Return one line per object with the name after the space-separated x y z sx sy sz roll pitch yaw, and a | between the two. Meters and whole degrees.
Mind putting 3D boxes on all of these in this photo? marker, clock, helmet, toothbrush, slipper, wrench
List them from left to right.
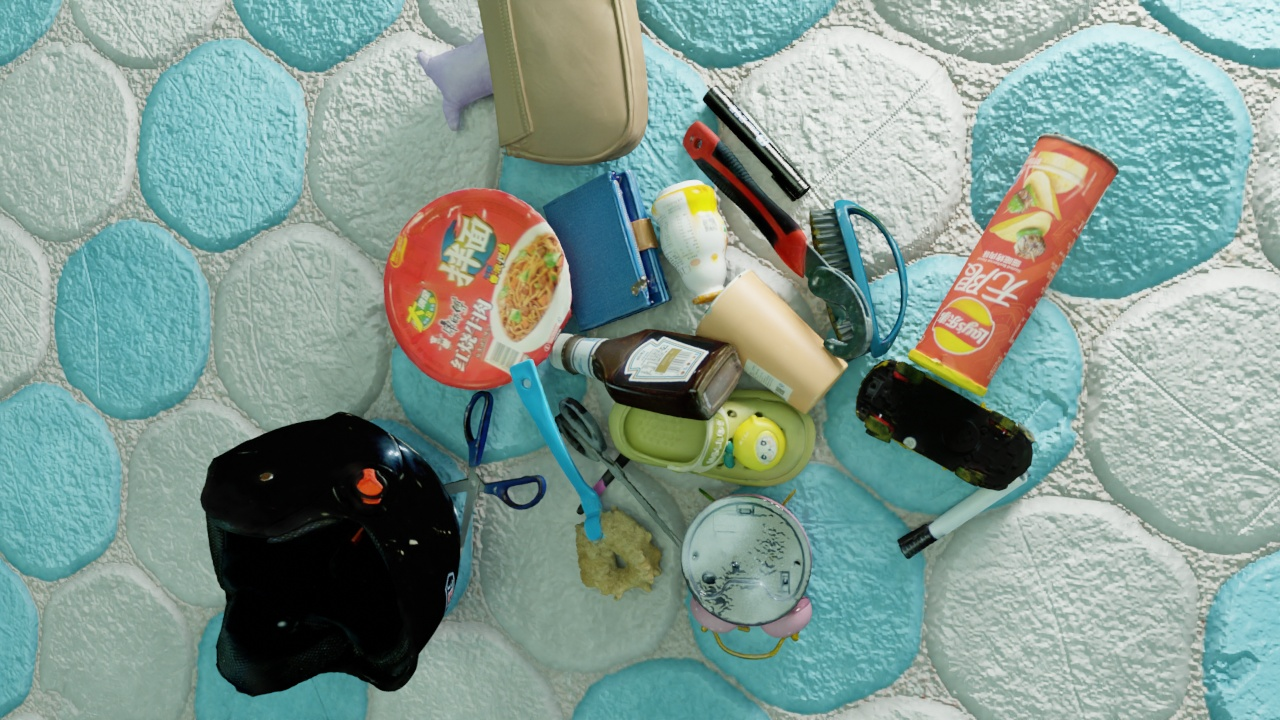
-0.279 0.173 0.853 0.275 0.229 0.234 27 128 17 | helmet
-0.005 0.081 0.888 0.014 0.017 0.189 40 102 4 | toothbrush
0.061 0.072 0.830 0.190 0.081 0.092 7 102 8 | slipper
0.100 0.197 0.841 0.117 0.059 0.158 -1 90 14 | clock
0.106 -0.201 0.849 0.132 0.020 0.022 49 131 8 | marker
0.118 -0.115 0.813 0.273 0.016 0.056 56 132 21 | wrench
0.284 0.132 0.809 0.131 0.018 0.022 -39 115 14 | marker

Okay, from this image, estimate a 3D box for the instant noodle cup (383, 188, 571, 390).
-0.150 -0.067 0.898 0.194 0.065 0.194 0 91 16 | instant noodle cup

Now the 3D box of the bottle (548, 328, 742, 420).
-0.005 0.005 0.834 0.195 0.044 0.079 11 50 40 | bottle

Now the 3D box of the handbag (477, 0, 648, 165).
-0.069 -0.283 0.850 0.148 0.099 0.204 -5 100 16 | handbag

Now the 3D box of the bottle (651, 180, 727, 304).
0.050 -0.107 0.843 0.063 0.063 0.108 -17 87 15 | bottle

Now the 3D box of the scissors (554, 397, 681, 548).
-0.021 0.102 0.859 0.175 0.014 0.137 28 143 42 | scissors

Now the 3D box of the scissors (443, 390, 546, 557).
-0.156 0.118 0.906 0.163 0.012 0.173 14 94 36 | scissors

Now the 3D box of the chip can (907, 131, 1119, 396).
0.311 -0.077 0.769 0.073 0.073 0.217 31 99 12 | chip can

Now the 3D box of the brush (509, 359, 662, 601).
-0.058 0.116 0.866 0.083 0.045 0.255 -22 101 22 | brush

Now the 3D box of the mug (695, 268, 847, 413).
0.119 -0.013 0.816 0.123 0.078 0.078 42 101 13 | mug

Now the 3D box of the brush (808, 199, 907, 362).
0.196 -0.073 0.808 0.074 0.055 0.144 -15 87 15 | brush

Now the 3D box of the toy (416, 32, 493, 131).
-0.159 -0.285 0.907 0.108 0.039 0.084 -21 98 9 | toy

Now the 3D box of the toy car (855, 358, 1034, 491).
0.262 0.057 0.801 0.156 0.041 0.071 29 99 14 | toy car

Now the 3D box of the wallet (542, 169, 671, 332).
-0.033 -0.103 0.872 0.107 0.040 0.133 -19 87 34 | wallet
